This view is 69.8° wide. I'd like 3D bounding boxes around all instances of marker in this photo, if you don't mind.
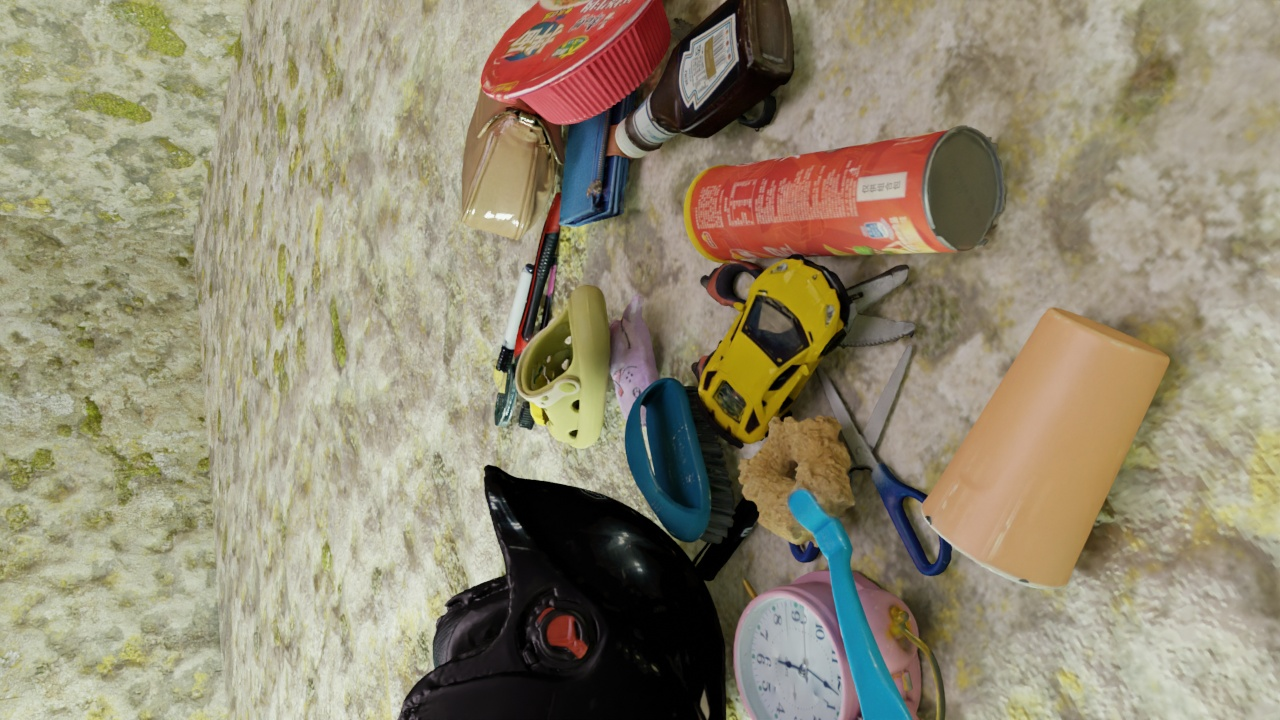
[{"bbox_3d":[0.075,0.117,0.681,0.022,0.020,0.132,36,124,11],"label":"marker"},{"bbox_3d":[-0.137,-0.046,1.011,0.022,0.018,0.131,56,132,54],"label":"marker"}]

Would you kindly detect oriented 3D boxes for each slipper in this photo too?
[{"bbox_3d":[-0.070,0.006,0.815,0.191,0.081,0.091,104,164,-54],"label":"slipper"}]

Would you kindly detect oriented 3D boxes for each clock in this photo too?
[{"bbox_3d":[0.124,0.193,0.569,0.159,0.059,0.117,-6,83,54],"label":"clock"}]

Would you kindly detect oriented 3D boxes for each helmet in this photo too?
[{"bbox_3d":[-0.051,0.212,0.675,0.233,0.230,0.274,165,103,-81],"label":"helmet"}]

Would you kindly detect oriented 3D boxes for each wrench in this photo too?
[{"bbox_3d":[-0.118,-0.046,0.973,0.056,0.016,0.274,-118,42,-59],"label":"wrench"}]

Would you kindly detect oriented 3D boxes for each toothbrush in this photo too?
[{"bbox_3d":[-0.107,-0.018,0.965,0.014,0.017,0.189,23,105,61],"label":"toothbrush"}]

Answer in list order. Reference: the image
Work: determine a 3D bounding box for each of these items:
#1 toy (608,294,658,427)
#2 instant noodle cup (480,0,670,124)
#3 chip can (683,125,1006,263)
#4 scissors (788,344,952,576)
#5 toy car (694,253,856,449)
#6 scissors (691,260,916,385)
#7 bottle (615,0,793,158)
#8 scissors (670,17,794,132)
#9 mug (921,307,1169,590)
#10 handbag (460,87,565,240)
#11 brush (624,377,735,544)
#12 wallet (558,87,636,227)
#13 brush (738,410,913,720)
[{"bbox_3d":[-0.005,0.005,0.788,0.084,0.039,0.108,132,132,-63],"label":"toy"},{"bbox_3d":[-0.044,-0.272,0.794,0.194,0.066,0.193,-25,40,22],"label":"instant noodle cup"},{"bbox_3d":[0.118,-0.101,0.588,0.217,0.073,0.073,6,92,56],"label":"chip can"},{"bbox_3d":[0.145,0.071,0.589,0.162,0.012,0.173,49,125,51],"label":"scissors"},{"bbox_3d":[0.085,-0.005,0.620,0.071,0.041,0.156,47,138,19],"label":"toy car"},{"bbox_3d":[0.102,-0.030,0.654,0.215,0.015,0.196,58,133,42],"label":"scissors"},{"bbox_3d":[0.042,-0.210,0.714,0.195,0.044,0.079,-21,68,57],"label":"bottle"},{"bbox_3d":[0.070,-0.250,0.728,0.137,0.014,0.174,-36,56,50],"label":"scissors"},{"bbox_3d":[0.203,0.041,0.455,0.078,0.078,0.123,43,117,49],"label":"mug"},{"bbox_3d":[-0.124,-0.218,0.921,0.204,0.099,0.148,-97,25,-47],"label":"handbag"},{"bbox_3d":[0.024,0.072,0.698,0.055,0.073,0.143,-52,35,38],"label":"brush"},{"bbox_3d":[-0.041,-0.196,0.861,0.106,0.040,0.133,0,84,61],"label":"wallet"},{"bbox_3d":[0.112,0.122,0.530,0.083,0.046,0.254,-44,30,22],"label":"brush"}]
